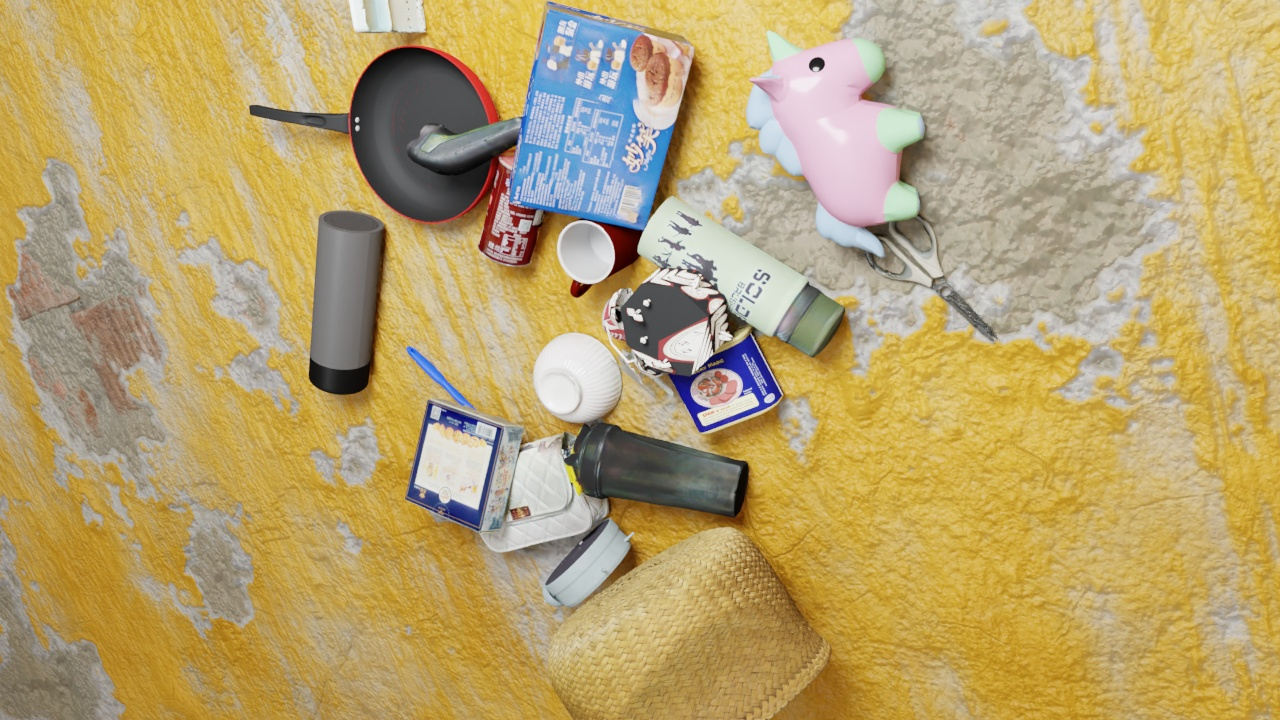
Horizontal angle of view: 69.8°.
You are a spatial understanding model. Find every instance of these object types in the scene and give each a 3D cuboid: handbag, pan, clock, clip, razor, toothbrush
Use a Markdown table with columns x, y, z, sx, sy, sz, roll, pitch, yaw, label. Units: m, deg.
| x | y | z | sx | sy | sz | roll | pitch | yaw | label |
| --- | --- | --- | --- | --- | --- | --- | --- | --- | --- |
| -0.149 | 0.181 | 1.235 | 0.195 | 0.072 | 0.139 | -20 | 97 | 30 | handbag |
| -0.329 | -0.290 | 1.142 | 0.356 | 0.067 | 0.209 | 14 | 115 | 20 | pan |
| 0.019 | -0.034 | 1.004 | 0.155 | 0.064 | 0.115 | -18 | 108 | 39 | clock |
| -0.011 | 0.012 | 1.090 | 0.050 | 0.058 | 0.102 | -48 | 52 | -5 | clip |
| -0.075 | 0.271 | 1.209 | 0.045 | 0.122 | 0.160 | 45 | 135 | -1 | clock |
| -0.195 | -0.253 | 1.049 | 0.152 | 0.053 | 0.067 | -14 | 87 | 20 | razor |
| -0.260 | 0.046 | 1.270 | 0.182 | 0.016 | 0.018 | 44 | 126 | 4 | toothbrush |

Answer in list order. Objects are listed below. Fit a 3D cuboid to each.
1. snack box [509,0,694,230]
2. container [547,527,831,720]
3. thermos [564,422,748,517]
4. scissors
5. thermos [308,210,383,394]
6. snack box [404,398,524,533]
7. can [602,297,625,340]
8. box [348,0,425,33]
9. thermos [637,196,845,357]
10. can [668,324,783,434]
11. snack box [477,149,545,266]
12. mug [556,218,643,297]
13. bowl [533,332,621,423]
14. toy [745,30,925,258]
| x | y | z | sx | sy | sz | roll | pitch | yaw | label |
| --- | --- | --- | --- | --- | --- | --- | --- | --- | --- |
| -0.046 | -0.258 | 0.981 | 0.155 | 0.069 | 0.203 | 10 | 118 | -12 | snack box |
| 0.042 | 0.338 | 1.077 | 0.308 | 0.306 | 0.196 | -38 | 82 | 31 | container |
| 0.017 | 0.138 | 1.129 | 0.221 | 0.098 | 0.098 | 10 | 113 | 17 | thermos |
| 0.300 | -0.076 | 0.957 | 0.121 | 0.012 | 0.171 | -15 | 104 | 32 | scissors |
| -0.403 | -0.077 | 1.252 | 0.082 | 0.082 | 0.241 | 22 | 117 | 17 | thermos |
| -0.236 | 0.137 | 1.218 | 0.144 | 0.042 | 0.145 | 16 | 94 | 32 | snack box |
| 0.007 | -0.045 | 1.084 | 0.097 | 0.053 | 0.054 | 12 | 114 | 21 | can |
| -0.294 | -0.467 | 1.018 | 0.041 | 0.134 | 0.197 | 1 | 110 | 14 | box |
| 0.112 | -0.088 | 1.008 | 0.231 | 0.082 | 0.082 | 33 | 120 | 10 | thermos |
| 0.097 | 0.024 | 1.067 | 0.116 | 0.056 | 0.092 | -24 | 99 | 31 | can |
| -0.147 | -0.181 | 1.097 | 0.072 | 0.072 | 0.121 | 28 | 119 | 14 | snack box |
| -0.051 | -0.121 | 1.066 | 0.073 | 0.082 | 0.106 | 32 | 119 | 12 | mug |
| -0.089 | 0.030 | 1.154 | 0.118 | 0.062 | 0.118 | 9 | 113 | 23 | bowl |
| 0.190 | -0.211 | 0.907 | 0.171 | 0.119 | 0.222 | 3 | 110 | 14 | toy |
